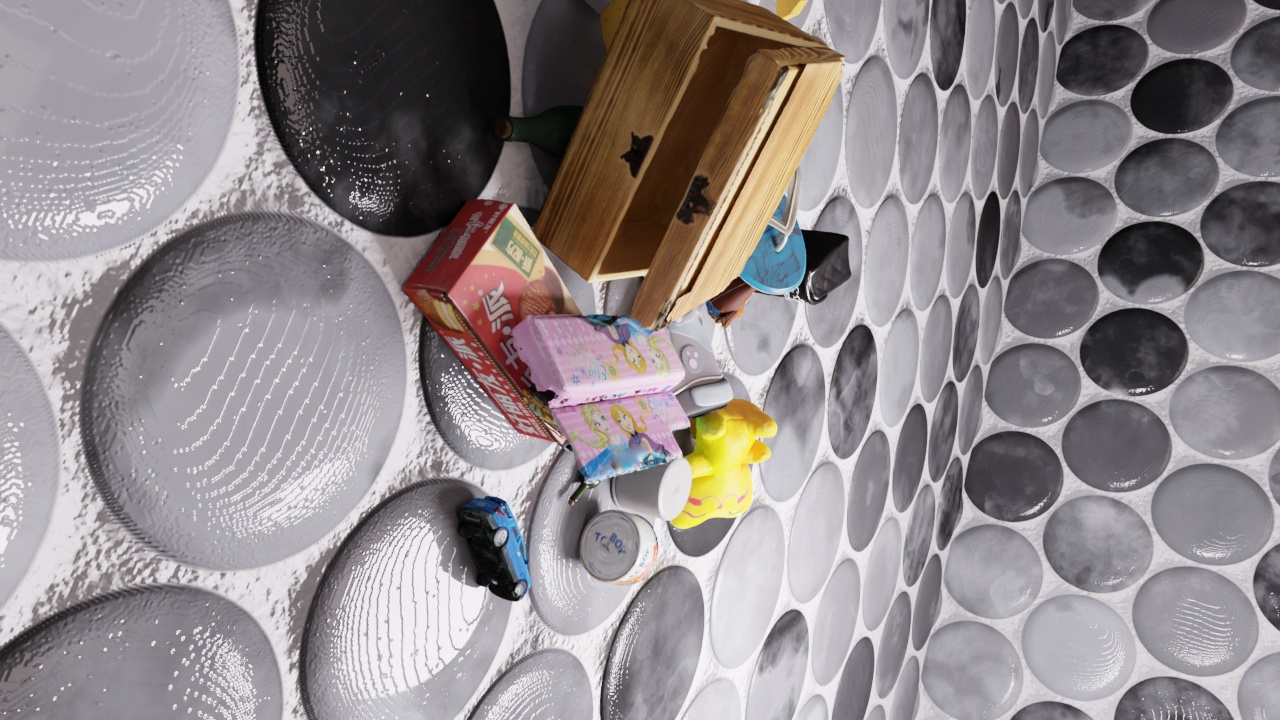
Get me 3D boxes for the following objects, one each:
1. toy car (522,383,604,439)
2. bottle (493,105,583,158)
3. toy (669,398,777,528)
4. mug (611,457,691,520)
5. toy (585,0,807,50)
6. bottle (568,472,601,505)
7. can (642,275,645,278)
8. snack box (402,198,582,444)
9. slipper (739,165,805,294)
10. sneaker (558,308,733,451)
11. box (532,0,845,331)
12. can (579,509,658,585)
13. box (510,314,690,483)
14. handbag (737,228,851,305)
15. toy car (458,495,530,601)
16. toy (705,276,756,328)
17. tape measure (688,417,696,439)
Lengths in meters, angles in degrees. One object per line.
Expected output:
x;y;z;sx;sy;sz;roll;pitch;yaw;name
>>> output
-0.073;0.049;0.881;0.111;0.047;0.047;-1;121;-59;toy car
-0.079;-0.225;0.906;0.173;0.055;0.055;-16;111;-54;bottle
0.097;0.135;1.221;0.134;0.087;0.194;-10;129;-24;toy
0.013;0.138;1.129;0.084;0.071;0.113;-36;128;-48;mug
0.047;-0.423;0.989;0.267;0.141;0.246;5;76;-34;toy
-0.053;0.129;1.064;0.105;0.025;0.025;-50;137;-39;bottle
0.055;-0.134;1.129;0.127;0.064;0.064;-44;133;-43;can
-0.119;-0.032;0.886;0.113;0.060;0.236;-60;142;-27;snack box
0.143;-0.226;1.165;0.118;0.060;0.295;-15;93;-13;slipper
-0.006;0.007;1.066;0.256;0.093;0.160;-13;86;-43;sneaker
0.069;-0.203;0.923;0.246;0.176;0.280;-18;140;-53;box
-0.026;0.218;1.072;0.043;0.086;0.086;31;72;-56;can
-0.017;0.029;0.891;0.230;0.035;0.159;-5;65;-59;box
0.206;-0.117;1.294;0.124;0.154;0.115;-40;133;-40;handbag
-0.141;0.188;0.915;0.043;0.056;0.120;-44;131;-45;toy car
0.136;-0.087;1.239;0.070;0.103;0.090;66;11;16;toy
0.086;0.067;1.260;0.058;0.030;0.068;-55;142;-34;tape measure
